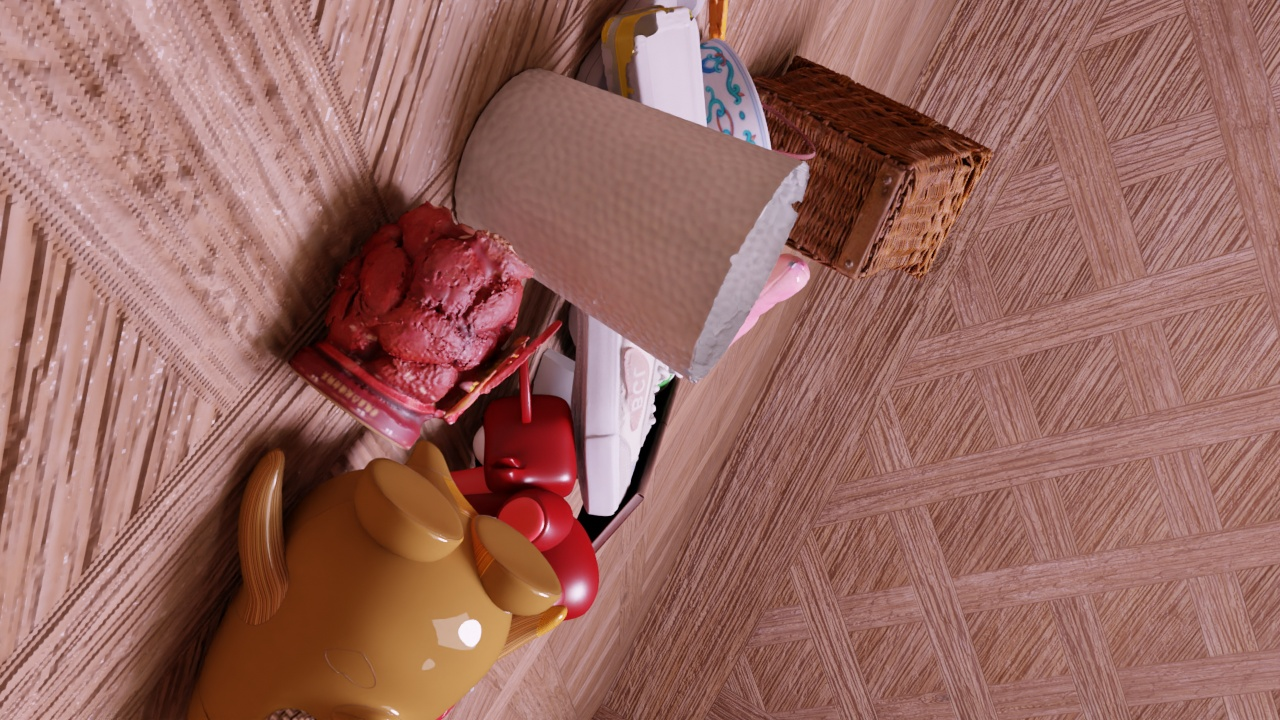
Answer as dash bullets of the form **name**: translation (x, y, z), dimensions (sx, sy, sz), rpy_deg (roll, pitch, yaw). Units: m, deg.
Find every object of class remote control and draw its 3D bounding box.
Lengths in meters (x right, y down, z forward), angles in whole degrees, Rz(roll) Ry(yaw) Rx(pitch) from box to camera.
- **remote control**: translation (0.003, -0.213, 0.610), dimensions (0.150, 0.019, 0.074), rpy_deg (-58, 167, -16)
- **remote control**: translation (-0.079, 0.059, 0.808), dimensions (0.024, 0.049, 0.144), rpy_deg (-48, 162, -49)

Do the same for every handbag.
- **handbag**: translation (0.092, -0.198, 0.767), dimensions (0.055, 0.119, 0.029), rpy_deg (-61, 168, -4)

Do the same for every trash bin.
- **trash bin**: translation (-0.008, -0.083, 0.517), dimensions (0.133, 0.161, 0.133), rpy_deg (-57, 167, -21)

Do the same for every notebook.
- **notebook**: translation (-0.018, 0.104, 0.822), dimensions (0.142, 0.008, 0.208), rpy_deg (-51, -172, 28)

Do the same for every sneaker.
- **sneaker**: translation (-0.004, 0.004, 0.695), dimensions (0.089, 0.090, 0.242), rpy_deg (-132, -137, -71)

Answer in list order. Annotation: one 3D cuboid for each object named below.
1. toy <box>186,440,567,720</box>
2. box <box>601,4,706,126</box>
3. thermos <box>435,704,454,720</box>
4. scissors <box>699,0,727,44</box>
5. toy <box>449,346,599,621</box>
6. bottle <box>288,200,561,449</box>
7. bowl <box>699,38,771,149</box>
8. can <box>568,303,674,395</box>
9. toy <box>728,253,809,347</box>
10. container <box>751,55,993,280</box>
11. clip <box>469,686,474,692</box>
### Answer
- **toy**: translation (-0.159, 0.158, 0.495), dimensions (0.203, 0.198, 0.162), rpy_deg (-50, -149, 4)
- **box**: translation (0.019, -0.119, 0.596), dimensions (0.064, 0.033, 0.210), rpy_deg (-30, 123, -38)
- **thermos**: translation (-0.215, 0.276, 0.683), dimensions (0.073, 0.073, 0.239), rpy_deg (-63, 167, 8)
- **scissors**: translation (0.056, -0.253, 0.707), dimensions (0.096, 0.012, 0.133), rpy_deg (-109, -169, -55)
- **toy**: translation (-0.093, 0.103, 0.675), dimensions (0.158, 0.120, 0.197), rpy_deg (104, -16, -73)
- **bottle**: translation (-0.102, -0.016, 0.448), dimensions (0.111, 0.099, 0.099), rpy_deg (-55, 167, -9)
- **bowl**: translation (0.035, -0.157, 0.682), dimensions (0.074, 0.144, 0.144), rpy_deg (-17, 155, -10)
- **can**: translation (-0.012, -0.019, 0.815), dimensions (0.087, 0.088, 0.140), rpy_deg (-59, 167, -12)
- **toy**: translation (0.088, -0.067, 0.989), dimensions (0.237, 0.096, 0.191), rpy_deg (-21, -129, 54)
- **container**: translation (0.200, -0.197, 0.964), dimensions (0.182, 0.250, 0.163), rpy_deg (-27, 145, -52)
- **clip**: translation (-0.181, 0.210, 0.604), dimensions (0.127, 0.028, 0.167), rpy_deg (-57, 133, -36)
